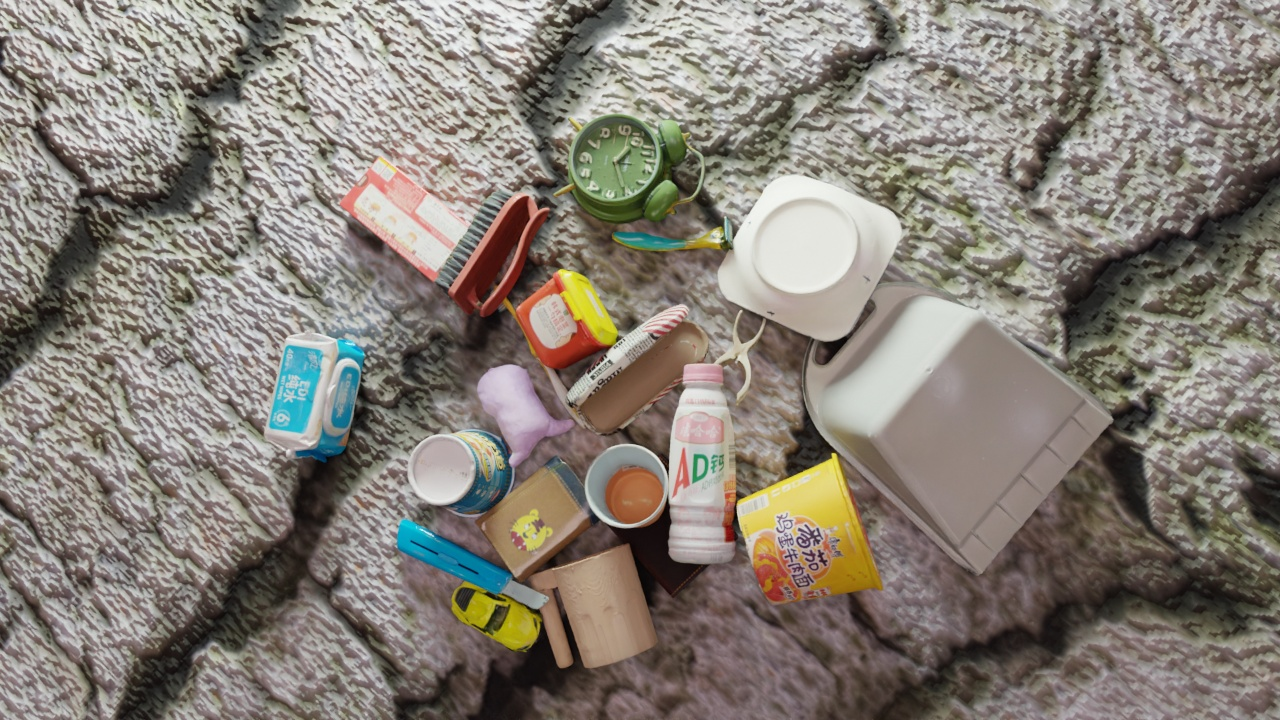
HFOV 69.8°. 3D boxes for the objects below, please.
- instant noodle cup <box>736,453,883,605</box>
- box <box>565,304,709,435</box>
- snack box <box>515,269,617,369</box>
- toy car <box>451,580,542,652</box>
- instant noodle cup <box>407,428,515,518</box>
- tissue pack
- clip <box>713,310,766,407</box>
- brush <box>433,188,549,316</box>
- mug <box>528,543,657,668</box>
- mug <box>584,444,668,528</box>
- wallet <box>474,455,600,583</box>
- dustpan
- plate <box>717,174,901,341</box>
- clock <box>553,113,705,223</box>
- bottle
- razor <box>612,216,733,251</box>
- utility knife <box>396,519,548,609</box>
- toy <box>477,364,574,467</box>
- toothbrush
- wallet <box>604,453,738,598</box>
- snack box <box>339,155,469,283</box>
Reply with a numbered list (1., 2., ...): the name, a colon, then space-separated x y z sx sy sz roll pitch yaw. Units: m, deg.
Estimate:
1. instant noodle cup: 0.163 0.173 0.900 0.110 0.138 0.138 -21 80 11
2. box: -0.008 0.002 0.963 0.163 0.088 0.076 -39 63 0
3. snack box: -0.081 -0.041 0.983 0.080 0.082 0.091 -31 79 11
4. toy car: -0.152 0.267 0.963 0.105 0.032 0.048 22 84 21
5. instant noodle cup: -0.191 0.115 0.956 0.099 0.110 0.099 -1 81 7
6. tissue pack: -0.349 0.039 0.996 0.063 0.090 0.140 9 82 8
7. clip: 0.115 0.004 0.977 0.083 0.035 0.104 36 79 13
8. brush: -0.158 -0.120 1.007 0.069 0.063 0.145 27 78 14
9. mug: -0.052 0.255 0.942 0.125 0.084 0.103 -23 80 28
10. mug: -0.008 0.131 0.910 0.078 0.123 0.078 -1 76 5
11. wallet: -0.106 0.164 0.963 0.115 0.033 0.090 -38 64 -9
12. dustpan: 0.306 0.045 0.959 0.257 0.142 0.222 42 88 -19
13. plate: 0.175 -0.116 0.967 0.164 0.034 0.164 26 83 22
14. clock: -0.009 -0.211 1.009 0.161 0.056 0.116 9 84 8
15. bottle: 0.062 0.103 0.925 0.068 0.068 0.197 0 85 7
16. razor: 0.035 -0.134 1.006 0.132 0.028 0.043 -1 51 5
17. utility knife: -0.180 0.218 0.970 0.191 0.018 0.034 20 84 20
18. toy: -0.132 0.050 0.995 0.083 0.039 0.108 -31 76 -16
19. toothbrush: -0.114 -0.003 1.012 0.018 0.016 0.191 -36 79 12
20. wallet: 0.028 0.173 0.969 0.096 0.020 0.122 -42 78 -6
21. snack box: -0.262 -0.159 1.047 0.153 0.025 0.075 38 88 10
